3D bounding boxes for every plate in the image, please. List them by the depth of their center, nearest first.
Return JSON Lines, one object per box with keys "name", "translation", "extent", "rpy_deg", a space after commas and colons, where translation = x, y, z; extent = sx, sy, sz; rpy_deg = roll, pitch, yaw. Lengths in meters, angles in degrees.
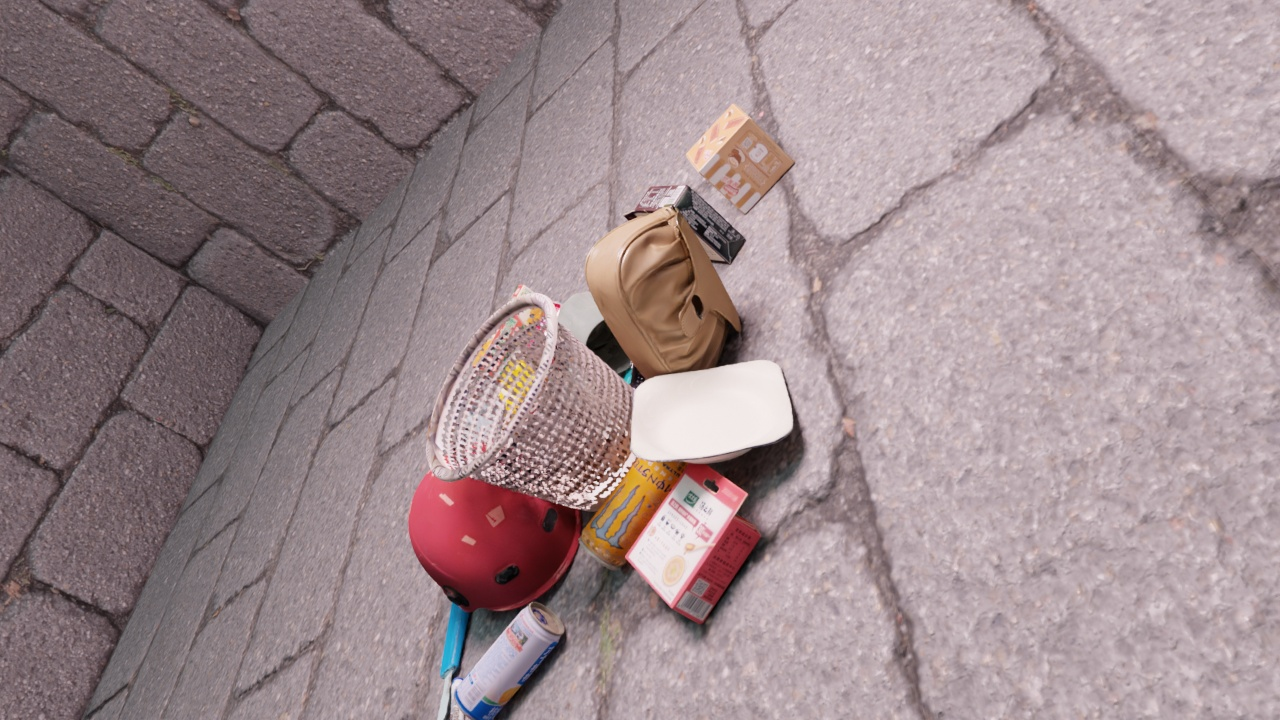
{"name": "plate", "translation": [0.073, 0.060, 0.941], "extent": [0.164, 0.034, 0.164], "rpy_deg": [-9, 28, 7]}

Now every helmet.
{"name": "helmet", "translation": [-0.193, 0.190, 1.129], "extent": [0.206, 0.144, 0.240], "rpy_deg": [-52, 31, -16]}

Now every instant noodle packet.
{"name": "instant noodle packet", "translation": [-0.188, 0.056, 1.395], "extent": [0.110, 0.044, 0.128], "rpy_deg": [-57, 26, -2]}

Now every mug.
{"name": "mug", "translation": [-0.062, -0.020, 1.214], "extent": [0.103, 0.083, 0.124], "rpy_deg": [41, 116, 53]}

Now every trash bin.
{"name": "trash bin", "translation": [-0.099, 0.068, 1.033], "extent": [0.228, 0.192, 0.227], "rpy_deg": [-36, 36, 32]}

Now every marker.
{"name": "marker", "translation": [-0.208, 0.423, 1.041], "extent": [0.017, 0.017, 0.145], "rpy_deg": [-43, 29, 19]}

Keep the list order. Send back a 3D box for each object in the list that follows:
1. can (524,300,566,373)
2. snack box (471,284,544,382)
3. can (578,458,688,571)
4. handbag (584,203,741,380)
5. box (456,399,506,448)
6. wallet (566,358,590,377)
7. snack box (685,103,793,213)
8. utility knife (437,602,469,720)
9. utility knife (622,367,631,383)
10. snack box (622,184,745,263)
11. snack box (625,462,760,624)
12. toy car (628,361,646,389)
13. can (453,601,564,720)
{"name": "can", "translation": [-0.128, -0.033, 1.378], "extent": [0.067, 0.066, 0.093], "rpy_deg": [8, 65, 59]}
{"name": "snack box", "translation": [-0.201, -0.037, 1.483], "extent": [0.027, 0.077, 0.155], "rpy_deg": [1, 59, 57]}
{"name": "can", "translation": [-0.002, 0.152, 0.986], "extent": [0.146, 0.058, 0.058], "rpy_deg": [-53, 28, 2]}
{"name": "handbag", "translation": [0.035, -0.067, 1.031], "extent": [0.100, 0.204, 0.147], "rpy_deg": [7, 51, 46]}
{"name": "box", "translation": [-0.251, 0.134, 1.372], "extent": [0.201, 0.050, 0.160], "rpy_deg": [-6, 61, 66]}
{"name": "wallet", "translation": [-0.053, -0.028, 1.291], "extent": [0.119, 0.035, 0.130], "rpy_deg": [15, 71, 58]}
{"name": "snack box", "translation": [0.131, -0.268, 1.219], "extent": [0.094, 0.092, 0.077], "rpy_deg": [-46, 29, 15]}
{"name": "utility knife", "translation": [-0.234, 0.358, 1.149], "extent": [0.034, 0.018, 0.207], "rpy_deg": [-36, 31, 28]}
{"name": "utility knife", "translation": [-0.007, 0.007, 1.206], "extent": [0.029, 0.013, 0.177], "rpy_deg": [-23, 37, 44]}
{"name": "snack box", "translation": [0.057, -0.177, 1.207], "extent": [0.053, 0.113, 0.126], "rpy_deg": [-56, 28, -7]}
{"name": "snack box", "translation": [0.055, 0.171, 0.892], "extent": [0.127, 0.044, 0.113], "rpy_deg": [-56, 27, -1]}
{"name": "toy car", "translation": [0.015, 0.018, 1.125], "extent": [0.070, 0.042, 0.158], "rpy_deg": [-14, 60, 51]}
{"name": "can", "translation": [-0.144, 0.331, 1.006], "extent": [0.134, 0.053, 0.053], "rpy_deg": [-50, 28, 6]}
